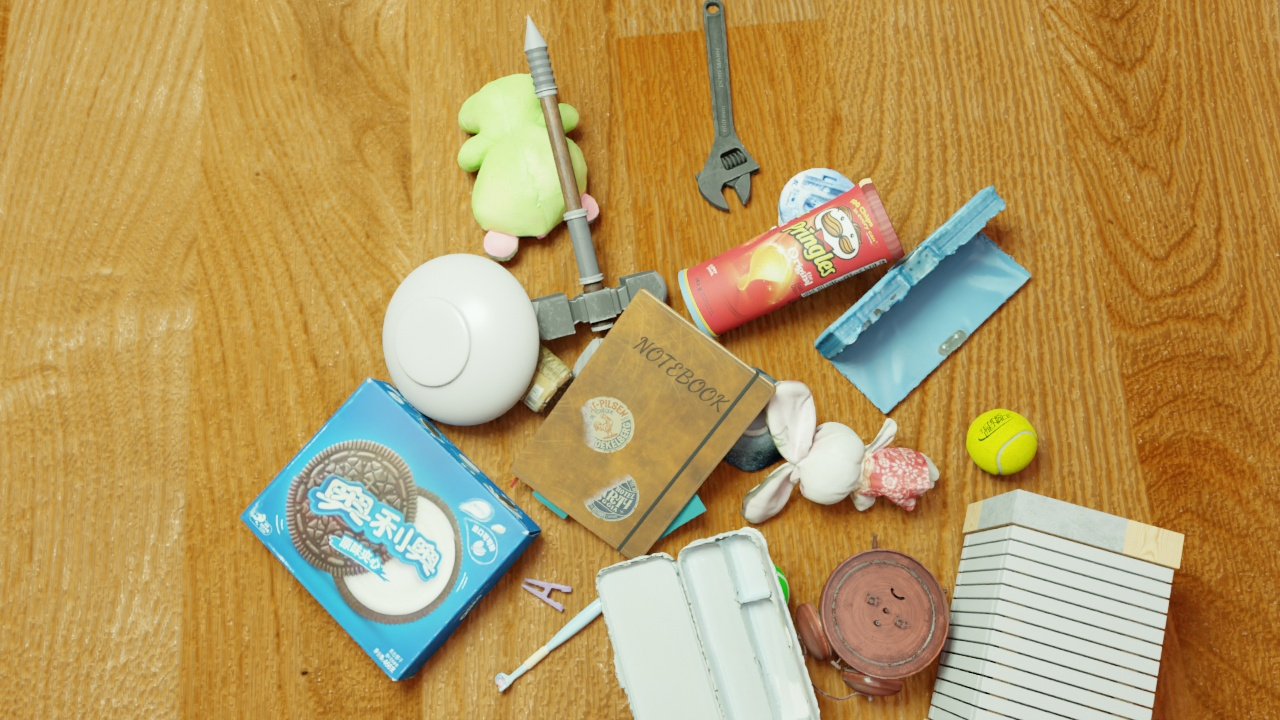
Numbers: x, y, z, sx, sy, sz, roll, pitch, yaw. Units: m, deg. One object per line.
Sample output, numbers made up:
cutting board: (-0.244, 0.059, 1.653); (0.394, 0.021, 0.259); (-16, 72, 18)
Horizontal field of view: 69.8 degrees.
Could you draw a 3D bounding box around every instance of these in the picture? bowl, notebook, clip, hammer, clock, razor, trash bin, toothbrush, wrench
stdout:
bowl: (-0.193, -0.020, 0.920); (0.177, 0.066, 0.176); (1, 94, 22)
bowl: (0.114, 0.057, 0.948); (0.110, 0.055, 0.110); (-1, 77, 3)
notebook: (0.001, 0.080, 0.906); (0.178, 0.014, 0.250); (36, 106, -1)
clip: (-0.092, 0.232, 0.936); (0.043, 0.014, 0.051); (-43, 80, -8)
hammer: (-0.076, -0.188, 0.948); (0.156, 0.043, 0.322); (-15, 101, -10)
clock: (0.188, -0.146, 0.996); (0.089, 0.052, 0.125); (20, 78, 7)
clock: (0.218, 0.254, 0.884); (0.120, 0.072, 0.157); (39, 80, 11)
razor: (-0.006, 0.006, 0.965); (0.116, 0.088, 0.047); (-4, 75, -18)
trash bin: (0.368, 0.264, 0.838); (0.142, 0.142, 0.246); (15, 77, 6)
toothbrush: (-0.082, 0.278, 0.921); (0.155, 0.022, 0.016); (-38, 120, -6)
wrench: (0.093, -0.299, 1.058); (0.073, 0.018, 0.273); (-4, 74, 2)

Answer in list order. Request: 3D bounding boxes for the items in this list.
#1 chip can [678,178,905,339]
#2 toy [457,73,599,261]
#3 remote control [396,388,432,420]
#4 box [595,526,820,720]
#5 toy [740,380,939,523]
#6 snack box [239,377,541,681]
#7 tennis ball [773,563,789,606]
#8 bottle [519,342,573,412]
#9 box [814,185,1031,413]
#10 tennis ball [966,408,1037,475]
chip can: (0.152, -0.100, 0.936); (0.214, 0.087, 0.087); (-24, 75, 17)
toy: (-0.130, -0.226, 1.009); (0.150, 0.107, 0.196); (-20, 68, -6)
remote control: (-0.229, -0.011, 0.999); (0.047, 0.022, 0.150); (11, 79, 5)
box: (0.062, 0.278, 0.872); (0.192, 0.045, 0.209); (-23, 80, 23)
toy: (0.205, 0.103, 0.913); (0.194, 0.084, 0.159); (5, 110, -5)
snack box: (-0.251, 0.166, 0.928); (0.239, 0.056, 0.195); (41, 87, 12)
tennis ball: (0.113, 0.227, 0.899); (0.065, 0.065, 0.065); (-1, 76, 2)
bottle: (-0.150, -0.016, 0.969); (0.166, 0.060, 0.059); (39, 81, 6)
box: (0.305, -0.060, 0.952); (0.231, 0.094, 0.111); (-41, 82, -8)
tennis ball: (0.364, 0.082, 0.924); (0.065, 0.065, 0.065); (-1, 76, 2)
